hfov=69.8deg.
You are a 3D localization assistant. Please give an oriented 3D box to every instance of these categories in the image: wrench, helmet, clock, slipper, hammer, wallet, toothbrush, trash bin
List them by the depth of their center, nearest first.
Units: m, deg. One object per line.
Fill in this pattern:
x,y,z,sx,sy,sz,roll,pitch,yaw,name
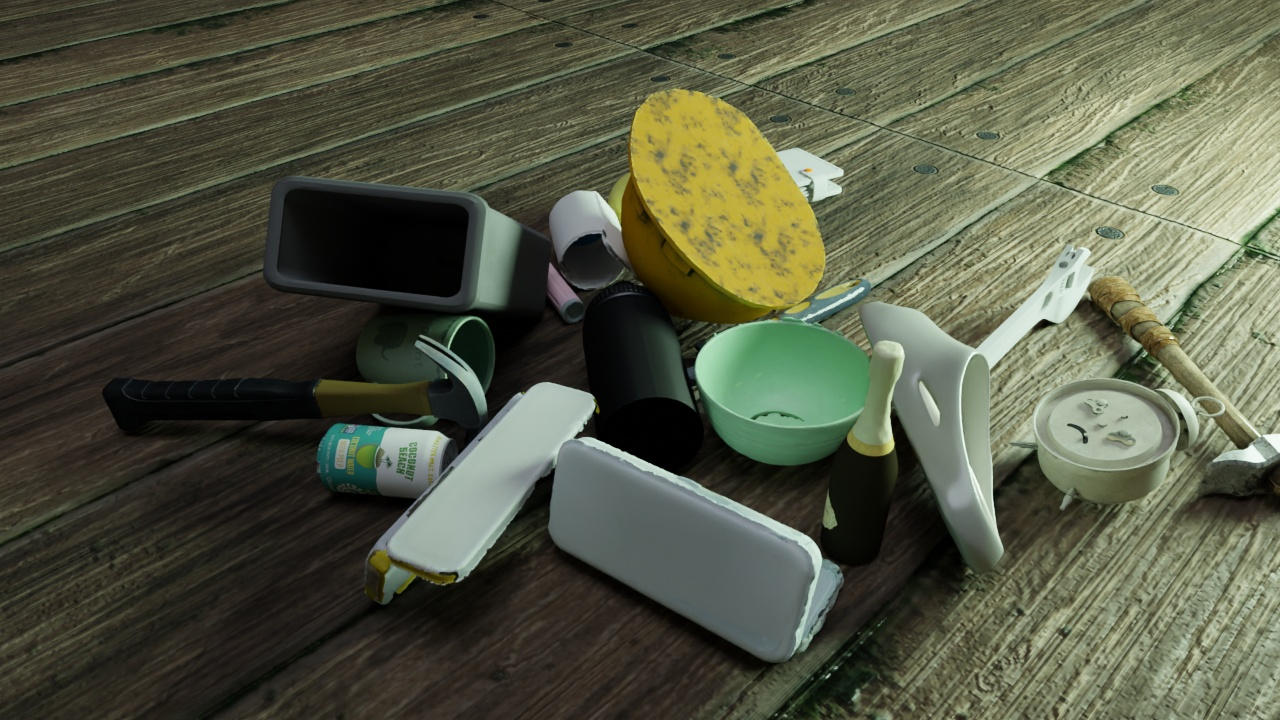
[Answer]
0.248,0.042,0.727,0.081,0.113,0.265,-26,36,17,slipper
0.393,0.063,0.742,0.157,0.061,0.103,-19,37,1,clock
-0.291,0.033,0.769,0.333,0.118,0.025,0,34,8,hammer
0.499,0.010,0.843,0.121,0.049,0.318,-4,35,-1,hammer
-0.201,-0.096,0.853,0.192,0.097,0.219,7,1,9,trash bin
0.362,-0.027,0.882,0.272,0.087,0.018,-38,50,-26,wrench
0.137,-0.033,0.907,0.272,0.022,0.073,-25,26,-33,wrench
0.057,-0.128,0.913,0.205,0.132,0.255,2,58,-32,helmet
-0.115,-0.106,1.014,0.026,0.027,0.222,-42,43,2,toothbrush
0.183,-0.235,1.179,0.115,0.038,0.118,-18,36,-22,wallet

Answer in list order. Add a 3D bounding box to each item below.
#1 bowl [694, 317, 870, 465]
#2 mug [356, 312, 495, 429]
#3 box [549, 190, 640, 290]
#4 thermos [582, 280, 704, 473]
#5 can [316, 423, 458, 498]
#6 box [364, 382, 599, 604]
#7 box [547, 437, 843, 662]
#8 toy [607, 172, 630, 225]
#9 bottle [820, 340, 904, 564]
0.120,0.036,0.776,0.151,0.077,0.150,0,37,0,bowl
-0.200,0.010,0.821,0.104,0.084,0.111,7,65,21,mug
-0.049,-0.121,0.981,0.092,0.083,0.165,-31,38,13,box
-0.005,0.005,0.811,0.086,0.086,0.198,-5,37,-6,thermos
-0.202,0.081,0.734,0.101,0.055,0.054,4,37,5,can
-0.119,0.091,0.685,0.117,0.057,0.209,-25,17,41,box
0.046,0.123,0.671,0.215,0.106,0.126,24,19,29,box
0.063,-0.181,1.067,0.214,0.084,0.148,20,39,21,toy
0.160,0.065,0.645,0.045,0.185,0.045,0,36,0,bottle
